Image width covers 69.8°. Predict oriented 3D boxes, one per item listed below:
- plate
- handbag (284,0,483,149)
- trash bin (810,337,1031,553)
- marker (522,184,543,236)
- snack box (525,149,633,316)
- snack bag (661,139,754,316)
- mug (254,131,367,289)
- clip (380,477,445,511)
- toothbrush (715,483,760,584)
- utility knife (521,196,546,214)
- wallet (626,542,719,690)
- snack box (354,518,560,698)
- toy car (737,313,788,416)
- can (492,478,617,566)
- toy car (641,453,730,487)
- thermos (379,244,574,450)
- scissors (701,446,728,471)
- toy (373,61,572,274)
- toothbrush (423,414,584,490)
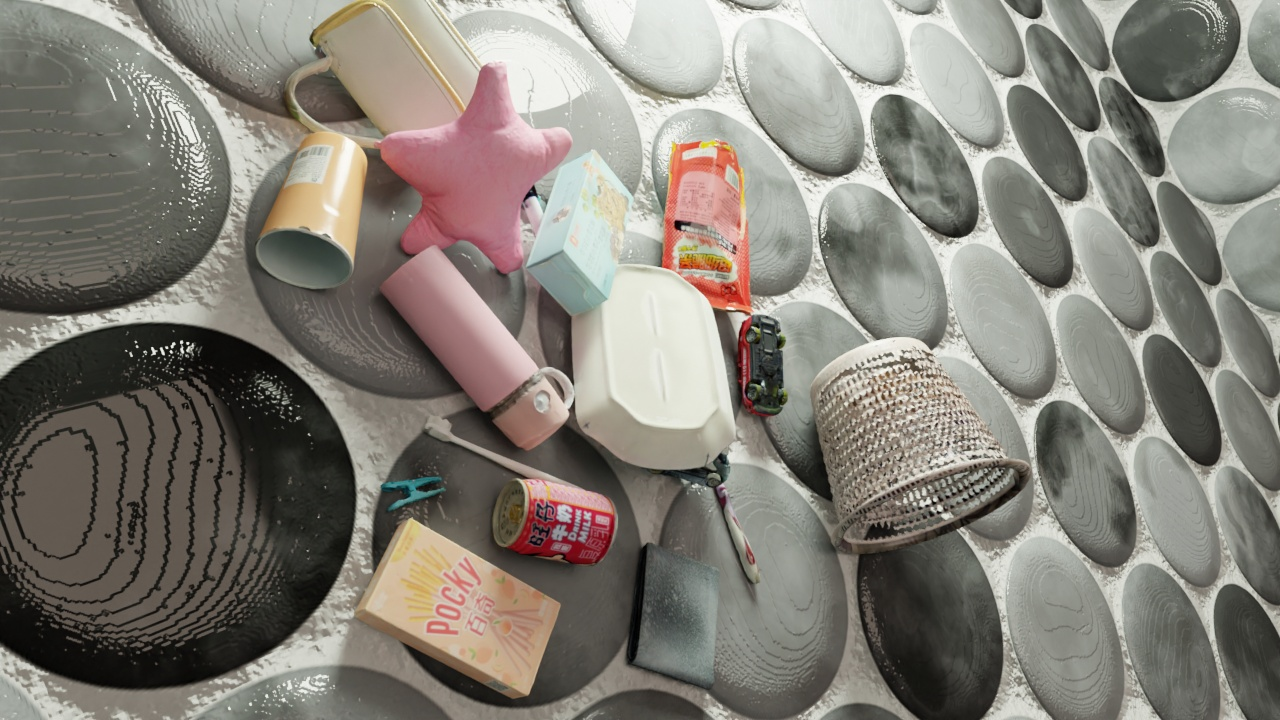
[{"bbox_3d":[0.013,-0.009,0.916,0.162,0.034,0.265,7,47,-13],"label":"plate"},{"bbox_3d":[-0.239,-0.258,0.873,0.178,0.063,0.163,-42,101,-27],"label":"handbag"},{"bbox_3d":[0.296,0.090,1.053,0.227,0.228,0.192,8,52,-36],"label":"trash bin"},{"bbox_3d":[-0.101,-0.137,0.950,0.022,0.018,0.130,-23,91,2],"label":"marker"},{"bbox_3d":[-0.059,-0.134,0.944,0.074,0.052,0.174,48,36,-34],"label":"snack box"},{"bbox_3d":[0.079,-0.158,1.089,0.128,0.073,0.207,14,66,-28],"label":"snack bag"},{"bbox_3d":[-0.276,-0.133,0.787,0.078,0.078,0.122,22,52,-29],"label":"mug"},{"bbox_3d":[-0.191,0.110,0.775,0.056,0.015,0.048,-7,72,-41],"label":"clip"},{"bbox_3d":[0.093,0.147,0.979,0.016,0.017,0.187,-10,75,-43],"label":"toothbrush"},{"bbox_3d":[-0.141,-0.188,0.957,0.209,0.013,0.029,33,54,-23],"label":"utility knife"},{"bbox_3d":[0.035,0.246,0.887,0.097,0.019,0.120,28,53,-28],"label":"wallet"},{"bbox_3d":[-0.146,0.205,0.755,0.157,0.026,0.084,36,51,-20],"label":"snack box"},{"bbox_3d":[0.139,0.007,1.064,0.052,0.045,0.120,12,68,-31],"label":"toy car"},{"bbox_3d":[-0.076,0.143,0.813,0.093,0.067,0.066,19,59,-31],"label":"can"},{"bbox_3d":[0.043,0.102,0.948,0.105,0.031,0.048,17,50,-20],"label":"toy car"},{"bbox_3d":[-0.141,-0.014,0.837,0.198,0.067,0.087,49,51,-7],"label":"thermos"},{"bbox_3d":[0.025,0.040,0.949,0.177,0.019,0.168,25,46,-4],"label":"scissors"},{"bbox_3d":[-0.157,-0.182,0.854,0.178,0.195,0.074,13,19,-35],"label":"toy"},{"bbox_3d":[-0.116,0.093,0.841,0.180,0.016,0.016,29,48,-24],"label":"toothbrush"}]
